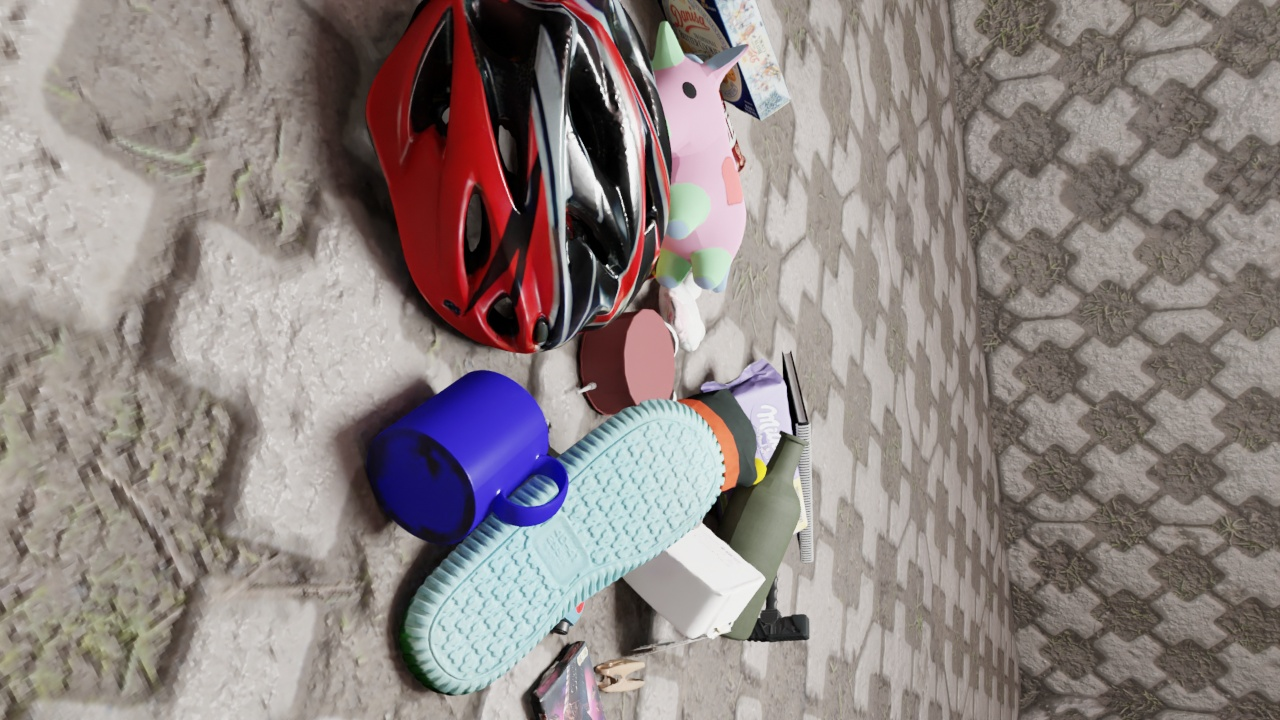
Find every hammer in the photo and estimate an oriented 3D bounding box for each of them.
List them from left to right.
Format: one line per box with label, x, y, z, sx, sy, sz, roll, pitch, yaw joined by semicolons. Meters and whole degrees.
hammer;0.148;0.167;1.070;0.015;0.095;0.324;53;35;-46

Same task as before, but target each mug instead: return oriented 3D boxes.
mug;-0.099;0.066;0.571;0.083;0.111;0.079;-42;155;-55

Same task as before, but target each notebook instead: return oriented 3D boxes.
notebook;0.185;0.114;1.084;0.148;0.016;0.207;-89;172;-57

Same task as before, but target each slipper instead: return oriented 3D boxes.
slipper;-0.054;0.121;0.647;0.275;0.070;0.116;-37;115;-27

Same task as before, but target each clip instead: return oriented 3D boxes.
clip;-0.018;0.268;0.788;0.062;0.025;0.047;-33;112;-50

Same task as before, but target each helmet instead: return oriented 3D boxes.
helmet;-0.065;-0.125;0.623;0.216;0.167;0.272;-58;148;-42

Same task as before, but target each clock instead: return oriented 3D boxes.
clock;-0.005;0.005;0.808;0.137;0.048;0.096;20;70;-59

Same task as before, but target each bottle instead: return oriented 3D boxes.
bottle;0.114;0.170;0.915;0.071;0.071;0.207;23;90;-58

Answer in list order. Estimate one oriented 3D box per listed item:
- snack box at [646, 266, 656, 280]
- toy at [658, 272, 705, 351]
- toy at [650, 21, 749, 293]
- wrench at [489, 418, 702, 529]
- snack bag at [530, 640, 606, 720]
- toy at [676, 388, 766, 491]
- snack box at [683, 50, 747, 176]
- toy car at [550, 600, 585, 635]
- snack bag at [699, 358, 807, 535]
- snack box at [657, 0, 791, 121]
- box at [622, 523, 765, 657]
snack box;-0.020;-0.133;0.822;0.089;0.021;0.133;-30;114;-59
toy;0.040;-0.046;0.901;0.125;0.037;0.076;-37;116;-72
toy;0.045;-0.168;0.817;0.222;0.120;0.170;50;53;-47
wrench;-0.030;0.108;0.743;0.273;0.018;0.083;27;66;-47
snack bag;-0.050;0.307;0.732;0.074;0.018;0.155;-41;124;-56
toy;0.050;0.085;0.863;0.119;0.097;0.100;-28;126;-34
snack box;0.056;-0.238;0.919;0.121;0.072;0.072;65;35;-33
toy car;-0.064;0.172;0.706;0.108;0.028;0.060;53;44;-46
snack bag;0.116;0.107;0.983;0.096;0.058;0.205;-19;107;-29
snack box;0.074;-0.324;0.902;0.042;0.144;0.145;-36;131;-4
box;0.031;0.226;0.835;0.109;0.103;0.130;3;121;-59
